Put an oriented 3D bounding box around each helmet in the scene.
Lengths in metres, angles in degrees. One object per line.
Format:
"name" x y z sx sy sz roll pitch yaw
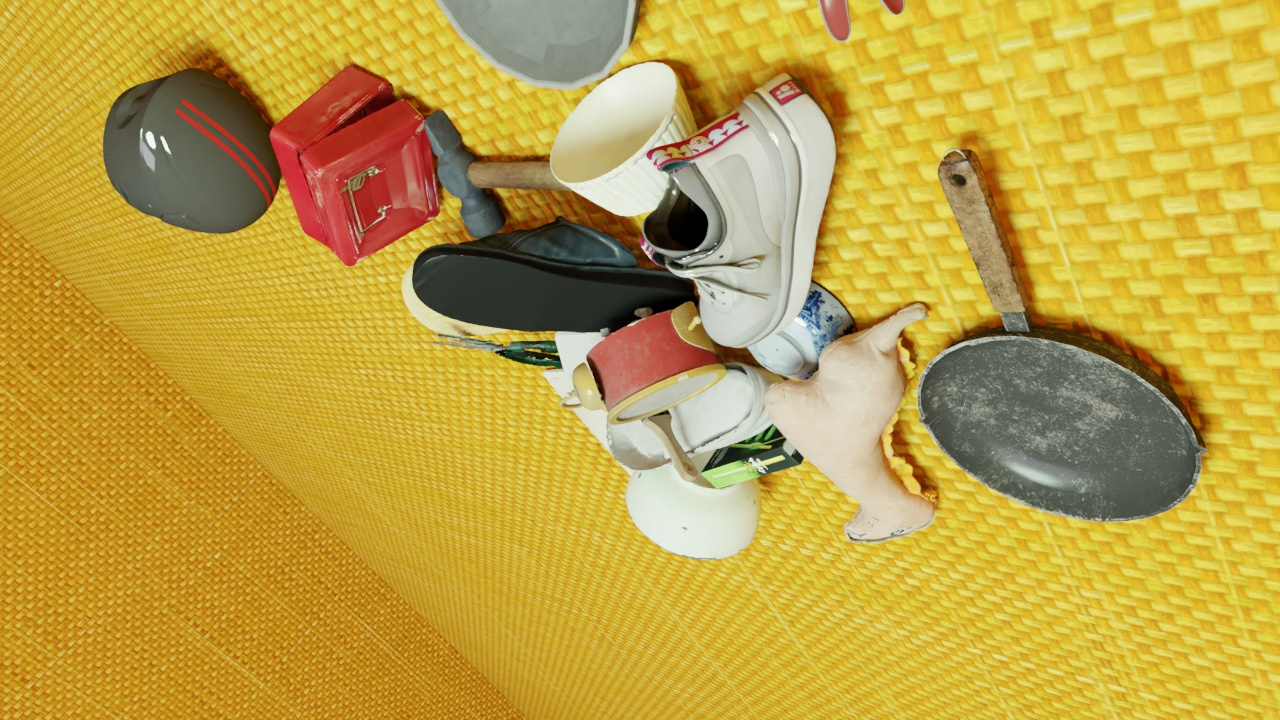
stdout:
"helmet" -0.512 -0.235 1.074 0.170 0.164 0.265 23 160 2

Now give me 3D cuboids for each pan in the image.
"pan" 0.279 -0.010 0.659 0.208 0.040 0.357 5 136 44
"pan" -0.002 -0.273 0.591 0.358 0.041 0.179 5 138 36

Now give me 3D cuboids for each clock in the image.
"clock" -0.005 0.005 0.847 0.081 0.159 0.117 67 -166 13

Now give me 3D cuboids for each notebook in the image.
"notebook" -0.016 0.083 1.141 0.153 0.012 0.209 -6 130 51

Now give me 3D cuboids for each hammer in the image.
"hammer" -0.069 -0.167 0.822 0.322 0.040 0.129 10 137 39

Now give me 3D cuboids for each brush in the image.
"brush" 0.015 0.056 0.907 0.012 0.038 0.151 -50 58 36

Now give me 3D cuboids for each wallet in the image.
"wallet" -0.025 -0.016 0.952 0.115 0.037 0.118 -1 156 2

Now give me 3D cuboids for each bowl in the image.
"bowl" 0.129 -0.020 0.800 0.114 0.045 0.114 27 150 18
"bowl" 0.065 0.138 1.009 0.153 0.153 0.073 28 127 17
"bowl" -0.004 -0.160 0.691 0.115 0.115 0.062 6 153 44

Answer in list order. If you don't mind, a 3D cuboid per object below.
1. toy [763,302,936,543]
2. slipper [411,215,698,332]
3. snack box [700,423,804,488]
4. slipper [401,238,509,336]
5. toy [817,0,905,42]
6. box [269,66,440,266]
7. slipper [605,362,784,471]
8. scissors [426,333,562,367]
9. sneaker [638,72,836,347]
"toy" 0.218 0.073 0.809 0.196 0.065 0.264 -33 128 23
"slipper" -0.076 -0.084 0.831 0.265 0.083 0.109 3 153 -26
"snack box" 0.124 0.078 0.910 0.025 0.080 0.148 43 151 -9
"slipper" -0.133 -0.094 0.955 0.262 0.079 0.111 -6 138 26
"toy" 0.106 -0.234 0.498 0.049 0.030 0.112 -23 122 15
"box" -0.290 -0.194 0.926 0.112 0.134 0.158 41 152 16
"slipper" 0.048 0.054 0.946 0.074 0.112 0.248 19 153 -35
"scissors" -0.129 -0.015 1.015 0.142 0.015 0.209 -6 169 43
"sneaker" 0.057 -0.083 0.685 0.096 0.128 0.264 60 162 29
